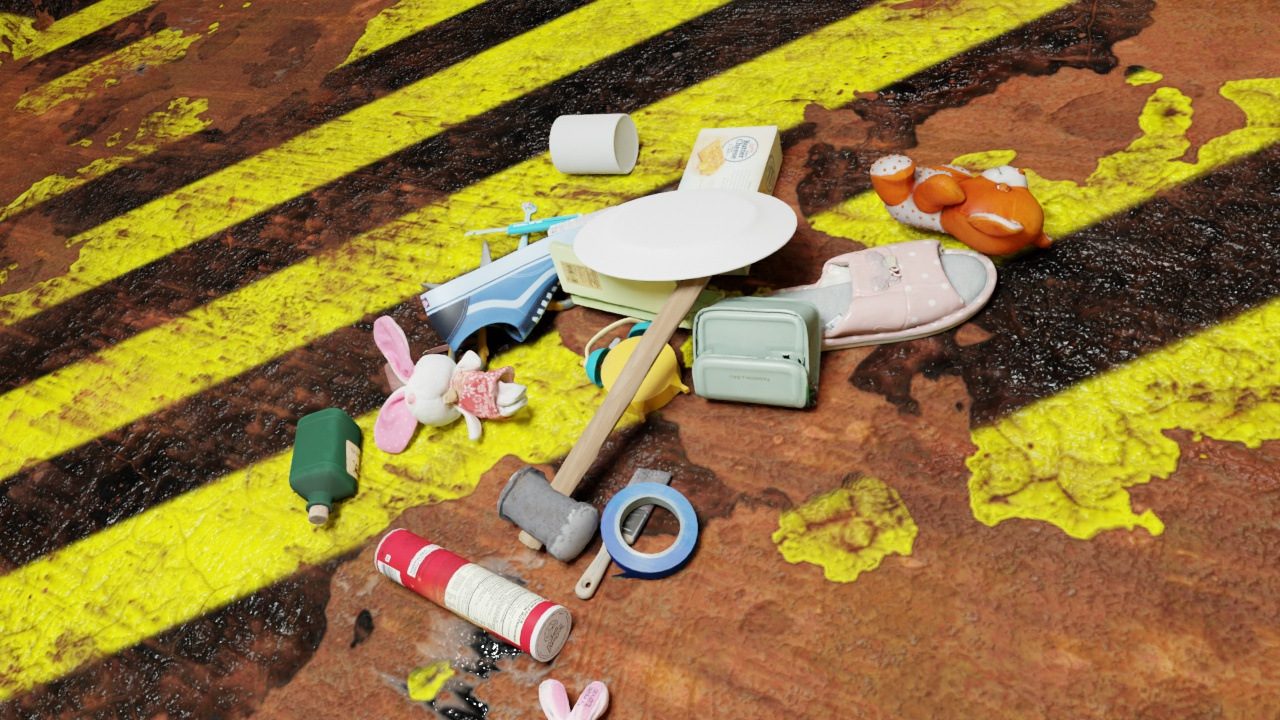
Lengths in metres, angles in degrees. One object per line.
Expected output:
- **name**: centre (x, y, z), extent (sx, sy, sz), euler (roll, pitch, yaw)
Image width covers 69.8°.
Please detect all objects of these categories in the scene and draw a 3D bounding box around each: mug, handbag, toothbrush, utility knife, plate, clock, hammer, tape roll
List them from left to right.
- **handbag**: centre (-0.250, 0.002, 1.120), extent (0.119, 0.029, 0.055), euler (-25, 49, -6)
- **toothbrush**: centre (-0.154, -0.156, 1.216), extent (0.022, 0.016, 0.154), euler (15, 49, -16)
- **utility knife**: centre (-0.152, -0.174, 1.212), extent (0.162, 0.015, 0.022), euler (-8, 43, 2)
- **mug**: centre (-0.056, -0.301, 1.265), extent (0.097, 0.079, 0.111), euler (5, 26, 25)
- **hammer**: centre (-0.026, 0.043, 0.919), extent (0.098, 0.052, 0.328), euler (28, 84, 37)
- **clock**: centre (-0.006, 0.006, 1.009), extent (0.099, 0.044, 0.129), euler (-33, 55, -7)
- **tape roll**: centre (0.009, 0.162, 0.877), extent (0.091, 0.016, 0.093), euler (-10, 56, 1)
- **plate**: centre (0.046, -0.147, 0.993), extent (0.242, 0.016, 0.242), euler (-7, 30, 4)
- **handbag**: centre (0.119, -0.008, 0.933), extent (0.122, 0.106, 0.067), euler (4, 13, 22)

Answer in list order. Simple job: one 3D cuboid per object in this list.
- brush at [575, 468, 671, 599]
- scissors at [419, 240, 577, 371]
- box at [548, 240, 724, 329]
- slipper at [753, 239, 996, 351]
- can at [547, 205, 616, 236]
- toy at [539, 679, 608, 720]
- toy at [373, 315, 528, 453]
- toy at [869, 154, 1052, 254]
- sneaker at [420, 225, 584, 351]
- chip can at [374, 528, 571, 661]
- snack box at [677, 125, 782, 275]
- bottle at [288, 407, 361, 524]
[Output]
- **brush**: centre (-0.020, 0.168, 0.900), extent (0.039, 0.012, 0.151), euler (16, 61, 30)
- **scissors**: centre (-0.173, -0.069, 1.135), extent (0.230, 0.016, 0.224), euler (-7, 54, 6)
- **box**: centre (-0.010, -0.080, 1.030), extent (0.188, 0.127, 0.066), euler (15, 81, 37)
- **slipper**: centre (0.234, -0.068, 0.966), extent (0.274, 0.054, 0.114), euler (-14, 49, 9)
- **can**: centre (-0.071, -0.171, 1.184), extent (0.095, 0.032, 0.032), euler (-16, 48, 8)
- **toy**: centre (-0.057, 0.319, 0.767), extent (0.063, 0.047, 0.109), euler (-8, 46, 4)
- **toy**: centre (-0.216, 0.036, 1.032), extent (0.194, 0.159, 0.084), euler (8, 11, 16)
- **toy**: centre (0.342, -0.169, 0.967), extent (0.172, 0.163, 0.093), euler (33, 113, 38)
- **sneaker**: centre (-0.136, -0.081, 1.096), extent (0.240, 0.098, 0.084), euler (-29, 8, -24)
- **chip can**: centre (-0.166, 0.222, 0.886), extent (0.215, 0.052, 0.051), euler (17, 60, 32)
- **snack box**: centre (0.102, -0.198, 1.123), extent (0.104, 0.057, 0.207), euler (4, 54, 23)
- **bottle**: centre (-0.356, 0.124, 1.033), extent (0.061, 0.061, 0.131), euler (-18, 48, 10)
